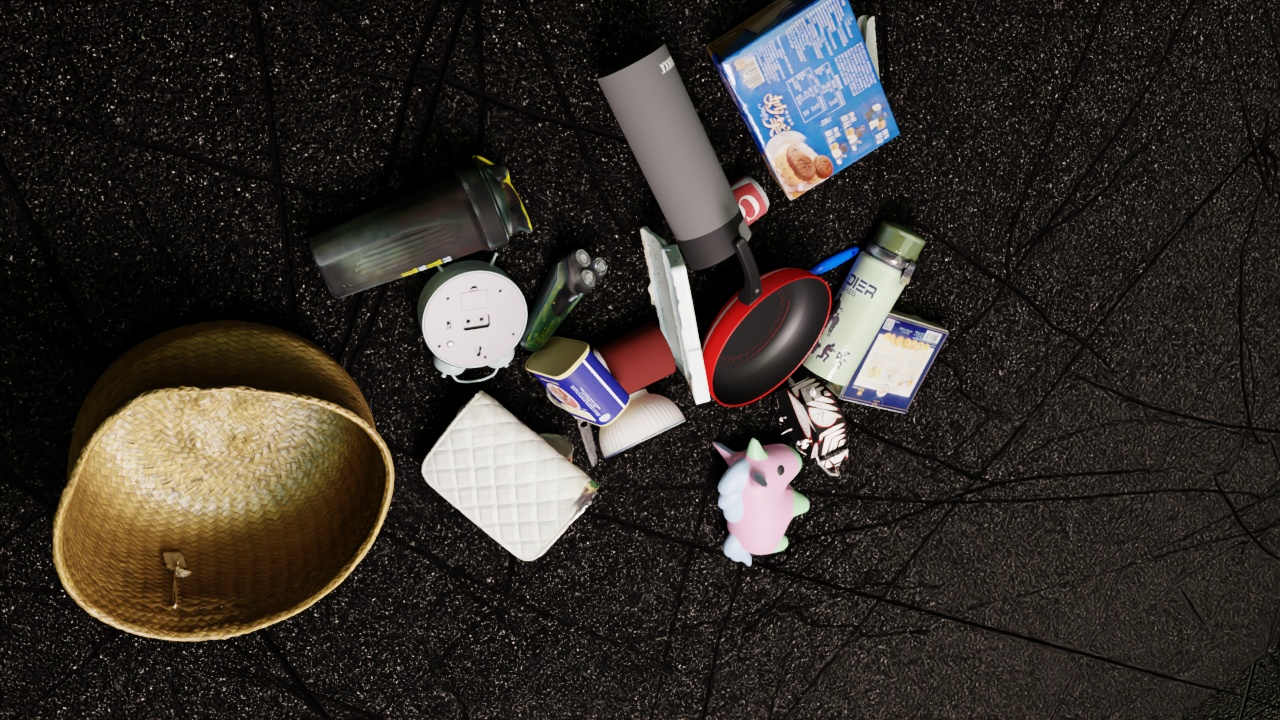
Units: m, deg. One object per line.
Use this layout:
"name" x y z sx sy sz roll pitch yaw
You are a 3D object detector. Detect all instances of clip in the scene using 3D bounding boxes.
"clip" 0.270 -0.362 1.123 0.058 0.050 0.102 -32 126 -22

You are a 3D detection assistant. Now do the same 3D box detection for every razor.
"razor" -0.098 -0.068 1.099 0.054 0.067 0.152 24 113 -28

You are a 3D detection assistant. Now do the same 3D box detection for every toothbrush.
"toothbrush" 0.225 -0.113 1.255 0.182 0.018 0.016 -27 125 -10

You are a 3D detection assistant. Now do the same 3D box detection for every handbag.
"handbag" -0.160 0.140 1.129 0.195 0.072 0.139 40 116 -1

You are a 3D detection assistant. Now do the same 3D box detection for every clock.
"clock" -0.197 -0.044 1.076 0.122 0.045 0.159 -10 122 -21
"clock" 0.245 0.102 1.322 0.065 0.115 0.155 -25 108 -12

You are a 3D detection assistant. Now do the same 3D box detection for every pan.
"pan" 0.143 -0.064 1.150 0.209 0.067 0.356 -42 147 -5

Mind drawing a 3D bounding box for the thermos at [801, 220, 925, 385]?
"thermos" 0.313 -0.080 1.276 0.082 0.082 0.232 17 109 -32

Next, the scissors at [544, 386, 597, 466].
"scissors" -0.089 0.076 1.216 0.121 0.012 0.171 6 116 -24

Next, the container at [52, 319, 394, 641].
"container" -0.433 0.115 0.961 0.306 0.196 0.307 -12 120 -21

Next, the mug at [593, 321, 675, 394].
"mug" -0.007 0.007 1.187 0.082 0.073 0.106 -25 153 -11

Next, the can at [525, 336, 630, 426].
"can" -0.075 0.026 1.118 0.056 0.116 0.092 -48 117 -16

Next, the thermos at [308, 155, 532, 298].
"thermos" -0.235 -0.141 0.980 0.220 0.098 0.098 -22 125 -6

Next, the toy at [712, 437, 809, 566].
"toy" 0.167 0.215 1.362 0.170 0.120 0.222 8 113 -40

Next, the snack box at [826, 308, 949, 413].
"snack box" 0.369 -0.002 1.371 0.144 0.042 0.145 13 111 -31

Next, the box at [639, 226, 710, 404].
"box" 0.045 -0.057 1.127 0.040 0.134 0.197 -16 123 -6

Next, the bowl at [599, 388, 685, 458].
"bowl" -0.006 0.077 1.210 0.118 0.118 0.062 -24 85 -12

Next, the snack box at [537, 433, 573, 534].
"snack box" -0.126 0.165 1.211 0.072 0.072 0.121 -6 118 -23

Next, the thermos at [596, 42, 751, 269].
"thermos" 0.042 -0.225 1.032 0.082 0.082 0.240 -31 113 -7

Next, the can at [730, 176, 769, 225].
"can" 0.108 -0.181 1.139 0.096 0.054 0.054 -37 126 -3

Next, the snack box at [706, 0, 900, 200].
"snack box" 0.193 -0.317 1.077 0.155 0.069 0.203 -31 126 8
